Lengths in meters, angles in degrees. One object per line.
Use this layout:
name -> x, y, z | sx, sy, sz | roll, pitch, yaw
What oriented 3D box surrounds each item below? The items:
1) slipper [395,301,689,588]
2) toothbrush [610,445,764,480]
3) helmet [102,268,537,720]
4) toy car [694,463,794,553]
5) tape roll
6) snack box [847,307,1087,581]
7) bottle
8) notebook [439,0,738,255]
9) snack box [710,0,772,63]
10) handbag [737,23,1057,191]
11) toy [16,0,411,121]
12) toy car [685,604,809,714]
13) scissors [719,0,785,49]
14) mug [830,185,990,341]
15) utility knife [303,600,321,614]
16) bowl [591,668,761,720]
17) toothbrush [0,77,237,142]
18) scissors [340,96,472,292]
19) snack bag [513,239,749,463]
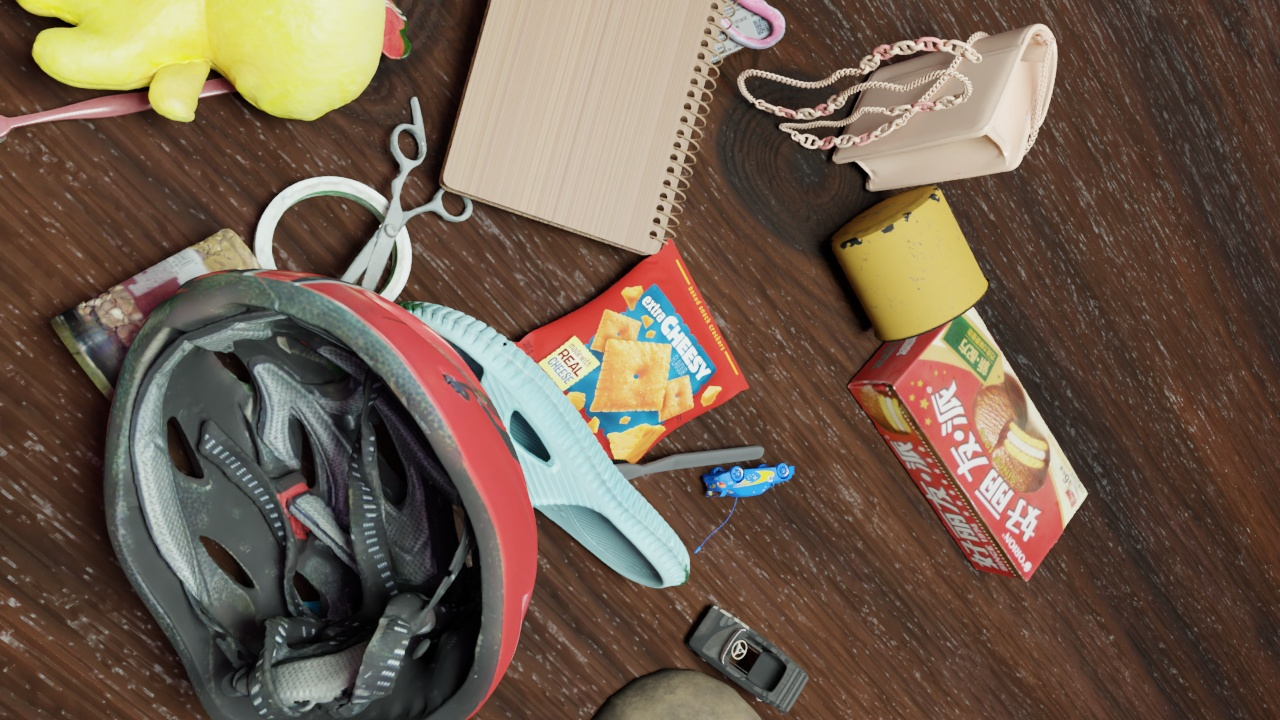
slipper -> -0.069, 0.072, 0.596 | 0.276, 0.116, 0.069 | 50, 56, -23
toothbrush -> 0.035, 0.075, 0.686 | 0.167, 0.013, 0.013 | -1, 113, -40
helmet -> -0.165, 0.077, 0.500 | 0.218, 0.166, 0.272 | -17, 101, 15
toy car -> 0.079, 0.113, 0.711 | 0.091, 0.033, 0.062 | 0, 83, -28
tape roll -> -0.194, -0.069, 0.582 | 0.093, 0.018, 0.094 | 1, 89, -27
snack box -> 0.293, 0.071, 0.812 | 0.113, 0.060, 0.236 | -44, 108, -20
bottle -> -0.267, -0.027, 0.522 | 0.105, 0.056, 0.056 | -36, 105, -23
notebook -> -0.029, -0.194, 0.631 | 0.169, 0.022, 0.210 | 16, 88, -22
snack box -> 0.020, -0.314, 0.689 | 0.100, 0.032, 0.186 | -31, 103, -25
handbag -> 0.208, -0.226, 0.694 | 0.187, 0.199, 0.116 | 30, 76, -32
toy -> -0.233, -0.201, 0.523 | 0.207, 0.092, 0.134 | -18, 85, -22
toy car -> 0.082, 0.227, 0.697 | 0.092, 0.037, 0.040 | 34, 73, 11
scissors -> 0.045, -0.307, 0.677 | 0.170, 0.013, 0.174 | 21, 81, -23
mug -> 0.224, -0.087, 0.761 | 0.094, 0.101, 0.123 | 59, 42, -13
utility knife -> -0.199, 0.163, 0.580 | 0.148, 0.015, 0.022 | 1, 83, -25
bowl -> 0.033, 0.314, 0.667 | 0.162, 0.070, 0.162 | 0, 89, -28
toothbrush -> -0.302, -0.148, 0.531 | 0.184, 0.016, 0.015 | -23, 100, -29
scissors -> -0.161, -0.097, 0.578 | 0.159, 0.014, 0.120 | -40, 108, -47
snack bag -> -0.004, 0.004, 0.668 | 0.143, 0.039, 0.131 | -35, 106, -20
